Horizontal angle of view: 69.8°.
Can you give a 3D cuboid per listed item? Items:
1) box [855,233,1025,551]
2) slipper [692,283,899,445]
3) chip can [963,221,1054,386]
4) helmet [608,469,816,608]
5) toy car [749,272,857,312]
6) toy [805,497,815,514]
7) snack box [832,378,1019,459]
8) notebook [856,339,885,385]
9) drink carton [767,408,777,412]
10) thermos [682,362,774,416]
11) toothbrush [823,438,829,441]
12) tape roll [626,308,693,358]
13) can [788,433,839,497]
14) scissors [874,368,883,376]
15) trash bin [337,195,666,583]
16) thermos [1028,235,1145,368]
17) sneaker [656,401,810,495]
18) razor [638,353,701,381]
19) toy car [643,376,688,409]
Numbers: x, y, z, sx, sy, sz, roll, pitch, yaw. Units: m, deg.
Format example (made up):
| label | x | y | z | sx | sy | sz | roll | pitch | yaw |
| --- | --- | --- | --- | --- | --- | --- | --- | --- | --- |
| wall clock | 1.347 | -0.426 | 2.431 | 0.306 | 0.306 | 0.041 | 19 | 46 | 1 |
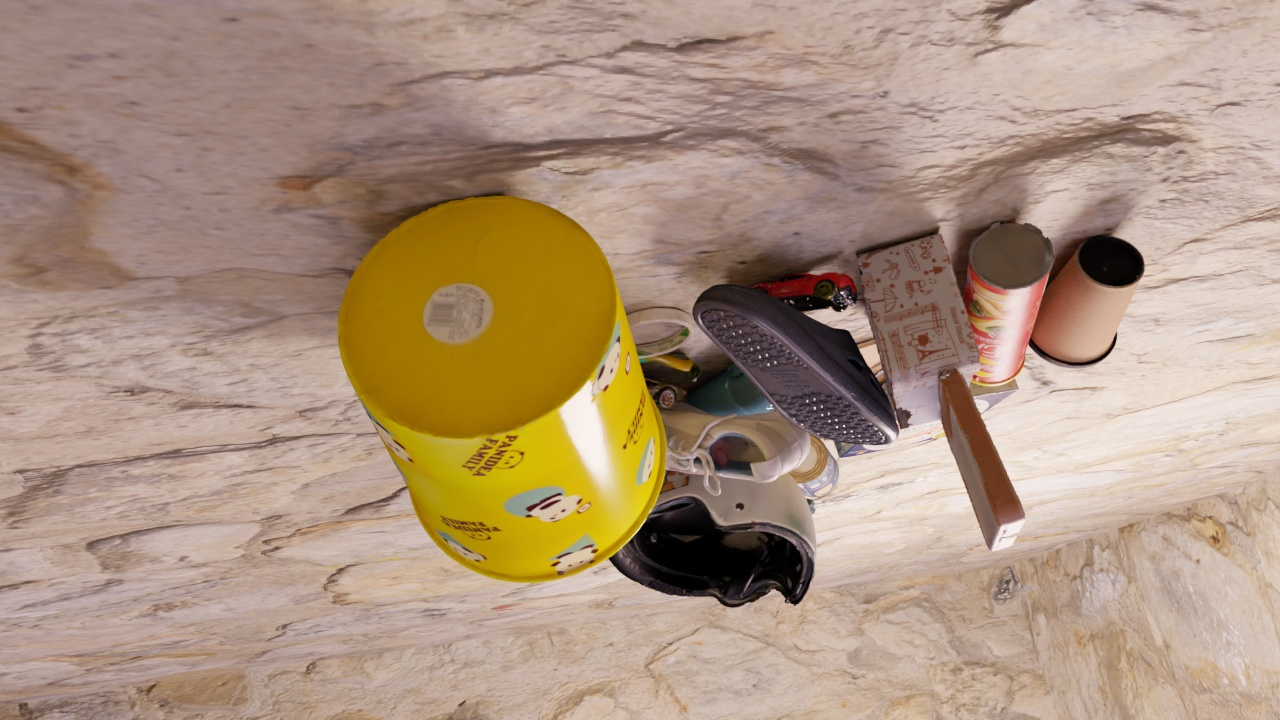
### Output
| label | x | y | z | sx | sy | sz | roll | pitch | yaw |
| --- | --- | --- | --- | --- | --- | --- | --- | --- | --- |
| box | 0.272 | 0.038 | 0.825 | 0.082 | 0.260 | 0.177 | -17 | 158 | 12 |
| slipper | 0.155 | -0.006 | 0.827 | 0.111 | 0.083 | 0.268 | 3 | 152 | 49 |
| chip can | 0.344 | -0.047 | 0.879 | 0.073 | 0.073 | 0.217 | -14 | 154 | 8 |
| helmet | 0.096 | 0.196 | 1.159 | 0.275 | 0.156 | 0.230 | -16 | 130 | 41 |
| toy car | 0.141 | -0.060 | 0.830 | 0.106 | 0.031 | 0.049 | -7 | 163 | 27 |
| toy | 0.092 | 0.194 | 1.327 | 0.356 | 0.091 | 0.138 | 17 | 148 | -27 |
| snack box | 0.369 | 0.067 | 1.212 | 0.177 | 0.045 | 0.183 | -9 | 158 | -16 |
| notebook | 0.237 | 0.030 | 1.119 | 0.150 | 0.012 | 0.211 | -17 | 157 | 14 |
| drink carton | 0.150 | 0.104 | 1.203 | 0.045 | 0.053 | 0.123 | -5 | 158 | -14 |
| thermos | 0.076 | 0.059 | 1.052 | 0.070 | 0.070 | 0.221 | 8 | 151 | -38 |
| toothbrush | 0.236 | 0.091 | 1.229 | 0.016 | 0.016 | 0.190 | -21 | 163 | 17 |
| tape roll | 0.008 | -0.025 | 0.878 | 0.086 | 0.014 | 0.086 | -9 | 157 | -4 |
| can | 0.244 | 0.152 | 1.333 | 0.075 | 0.075 | 0.111 | -17 | 157 | 14 |
| scissors | 0.314 | -0.018 | 1.022 | 0.159 | 0.014 | 0.182 | 10 | 146 | -42 |
| trash bin | -0.098 | 0.026 | 0.698 | 0.229 | 0.229 | 0.256 | -10 | 153 | -2 |
| thermos | 0.441 | -0.058 | 0.912 | 0.093 | 0.093 | 0.143 | -11 | 149 | 0 |
| sneaker | 0.055 | 0.095 | 0.982 | 0.243 | 0.089 | 0.090 | 2 | -156 | 38 |
| razor | -0.005 | 0.005 | 0.927 | 0.132 | 0.028 | 0.043 | -1 | -160 | -20 |
| toy car | -0.022 | 0.034 | 0.957 | 0.157 | 0.042 | 0.070 | -1 | -178 | -34 |
